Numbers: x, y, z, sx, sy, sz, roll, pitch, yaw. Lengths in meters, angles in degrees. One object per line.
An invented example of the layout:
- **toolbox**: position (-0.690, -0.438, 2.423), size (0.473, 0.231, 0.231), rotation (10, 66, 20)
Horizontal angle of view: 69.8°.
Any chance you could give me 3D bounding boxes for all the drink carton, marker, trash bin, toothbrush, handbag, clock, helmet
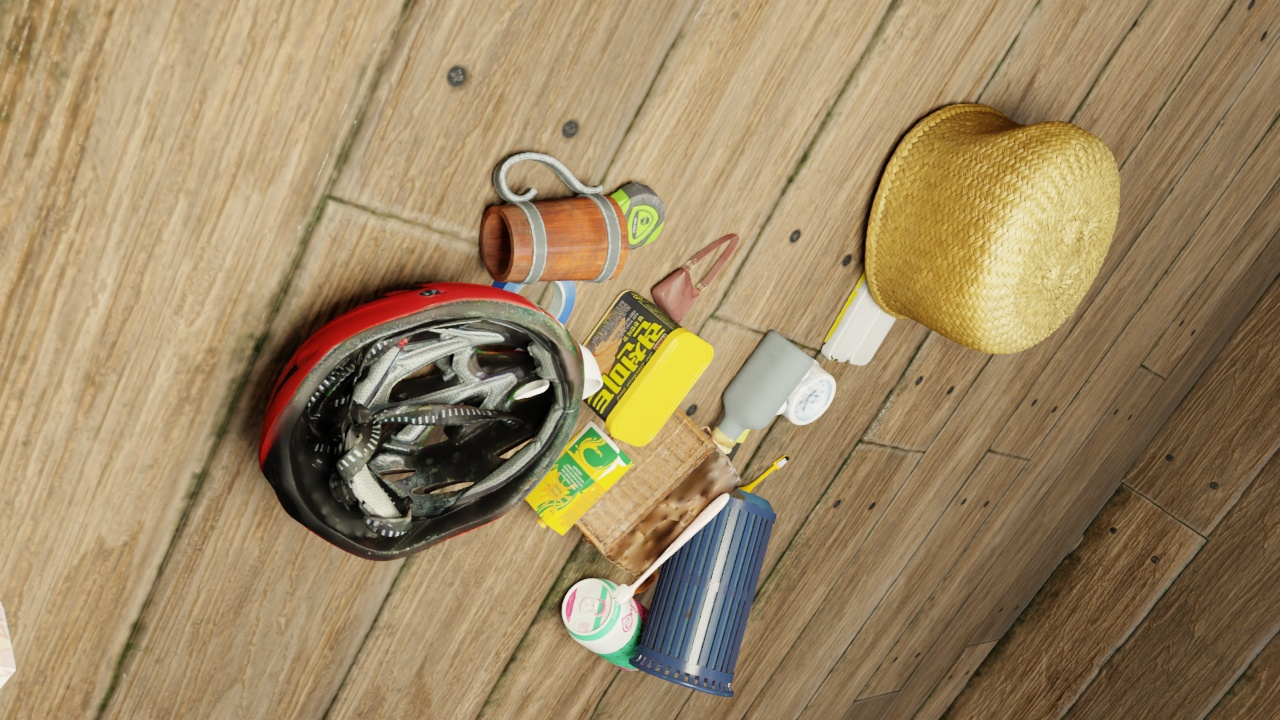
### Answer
- **drink carton**: position (-0.074, 0.135, 1.040), size (0.122, 0.058, 0.041), rotation (-45, 141, -4)
- **marker**: position (0.124, 0.116, 1.241), size (0.021, 0.017, 0.124), rotation (18, 114, -14)
- **trash bin**: position (0.087, 0.291, 1.196), size (0.139, 0.139, 0.249), rotation (32, 71, -51)
- **toothbrush**: position (0.036, 0.217, 1.066), size (0.181, 0.015, 0.018), rotation (-43, 135, -3)
- **handbag**: position (0.065, -0.098, 1.006), size (0.119, 0.029, 0.055), rotation (-45, 140, -12)
- **clock**: position (0.208, 0.039, 1.230), size (0.125, 0.052, 0.089), rotation (17, 111, -45)
- **toothbrush**: position (0.142, 0.195, 1.318), size (0.196, 0.031, 0.031), rotation (-35, -175, -22)
- **helmet**: position (-0.180, 0.039, 0.771), size (0.271, 0.167, 0.218), rotation (-25, 122, -13)

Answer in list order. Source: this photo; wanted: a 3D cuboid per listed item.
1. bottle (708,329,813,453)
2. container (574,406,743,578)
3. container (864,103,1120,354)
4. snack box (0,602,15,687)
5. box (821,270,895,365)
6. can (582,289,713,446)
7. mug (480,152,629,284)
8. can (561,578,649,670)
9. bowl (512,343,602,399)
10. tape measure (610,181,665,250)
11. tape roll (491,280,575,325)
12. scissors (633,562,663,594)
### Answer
- **bottle**: position (0.144, 0.045, 1.156), size (0.046, 0.072, 0.161), rotation (28, 101, -45)
- **container**: position (0.011, 0.150, 1.089), size (0.198, 0.113, 0.114), rotation (-44, 141, -3)
- **container**: position (0.446, -0.157, 1.149), size (0.306, 0.196, 0.308), rotation (-23, 131, -31)
- **snack box**: position (-0.538, 0.228, 0.672), size (0.093, 0.079, 0.094), rotation (-49, 141, 1)
- **box**: position (0.332, -0.086, 1.263), size (0.127, 0.023, 0.210), rotation (10, 114, -45)
- **can**: position (-0.006, 0.006, 0.961), size (0.131, 0.101, 0.072), rotation (-54, 141, 7)
- **mug**: position (-0.078, -0.124, 0.816), size (0.111, 0.081, 0.117), rotation (-9, 103, -34)
- **can**: position (-0.037, 0.356, 1.236), size (0.088, 0.088, 0.166), rotation (-44, 141, -5)
- **bowl**: position (-0.094, 0.013, 0.904), size (0.105, 0.054, 0.105), rotation (-17, 166, -5)
- **tape measure**: position (-0.008, -0.141, 0.891), size (0.058, 0.036, 0.066), rotation (-12, 133, -24)
- **tape roll**: position (-0.105, -0.056, 0.885), size (0.093, 0.016, 0.091), rotation (21, 106, -50)
- **scissors**: position (0.024, 0.277, 1.288), size (0.125, 0.011, 0.128), rotation (-50, 141, 2)
